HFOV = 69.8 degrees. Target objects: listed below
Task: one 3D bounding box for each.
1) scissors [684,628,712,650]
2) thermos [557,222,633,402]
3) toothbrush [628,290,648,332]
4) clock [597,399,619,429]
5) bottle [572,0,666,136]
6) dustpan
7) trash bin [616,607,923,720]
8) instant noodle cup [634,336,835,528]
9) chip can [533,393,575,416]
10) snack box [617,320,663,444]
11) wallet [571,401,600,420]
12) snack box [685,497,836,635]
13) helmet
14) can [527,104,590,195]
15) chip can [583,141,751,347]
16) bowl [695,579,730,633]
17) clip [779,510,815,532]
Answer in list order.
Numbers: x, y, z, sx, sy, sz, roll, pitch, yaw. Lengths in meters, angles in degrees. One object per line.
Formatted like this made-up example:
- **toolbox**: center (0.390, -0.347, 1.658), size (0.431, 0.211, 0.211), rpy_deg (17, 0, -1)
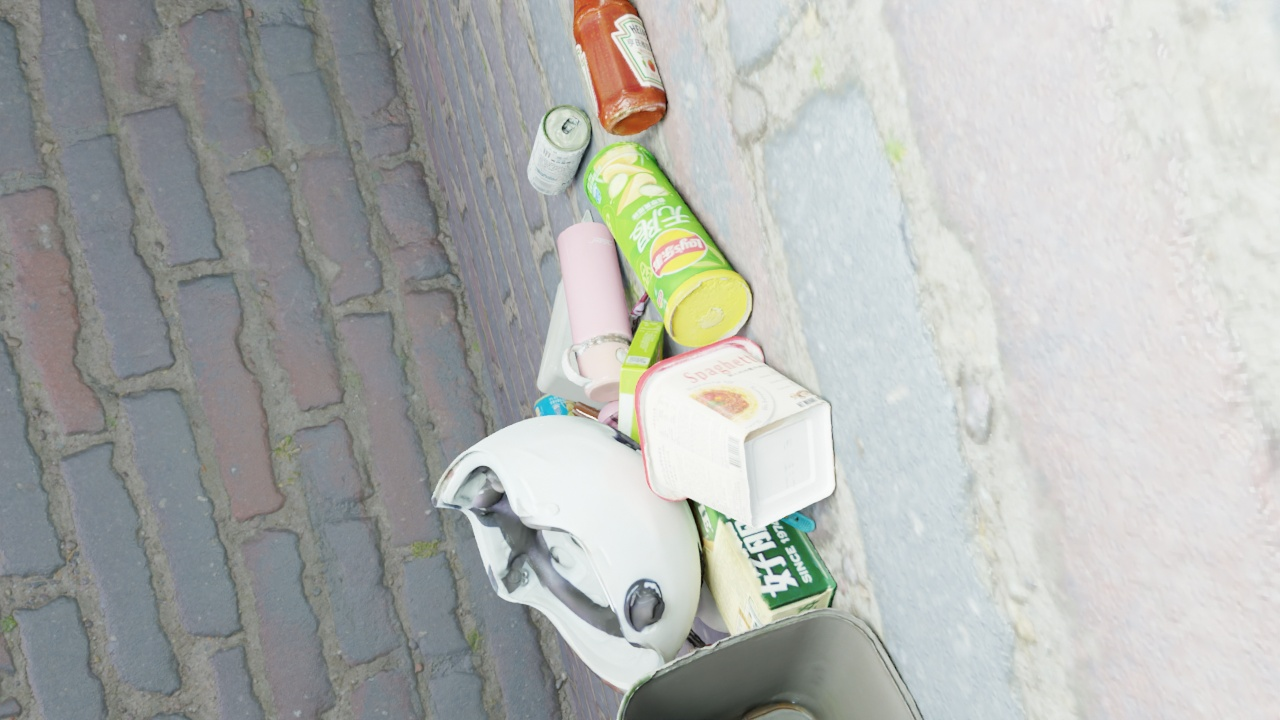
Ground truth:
- **scissors**: center (0.067, 0.283, 0.886), size (0.213, 0.015, 0.197), rpy_deg (27, 153, 42)
- **thermos**: center (-0.055, -0.054, 0.998), size (0.067, 0.087, 0.198), rpy_deg (-38, 51, 44)
- **toothbrush**: center (-0.001, -0.051, 1.001), size (0.017, 0.016, 0.188), rpy_deg (63, 163, 9)
- **clock**: center (0.000, 0.103, 0.989), size (0.117, 0.060, 0.158), rpy_deg (49, -170, -37)
- **bottle**: center (-0.032, -0.298, 0.794), size (0.060, 0.059, 0.206), rpy_deg (134, 121, -73)
- **dustpan**: center (-0.049, -0.027, 1.208), size (0.223, 0.142, 0.257), rpy_deg (141, 142, -74)
- **trash bin**: center (0.097, 0.325, 0.680), size (0.220, 0.198, 0.198), rpy_deg (89, 161, -59)
- **instant noodle cup**: center (0.071, 0.056, 0.671), size (0.124, 0.116, 0.117), rpy_deg (28, 132, 56)
- **chip can**: center (-0.111, 0.154, 1.486), size (0.071, 0.071, 0.210), rpy_deg (101, 151, -59)
- **snack box**: center (0.002, 0.022, 0.889), size (0.156, 0.026, 0.086), rpy_deg (-68, -19, -71)
- **wallet**: center (-0.035, 0.104, 1.124), size (0.101, 0.032, 0.125), rpy_deg (27, 152, 15)
- **snack box**: center (0.078, 0.140, 0.797), size (0.115, 0.063, 0.240), rpy_deg (91, 159, -44)
- **helmet**: center (-0.038, 0.149, 0.788), size (0.258, 0.145, 0.230), rpy_deg (54, 151, -14)
- **can**: center (-0.097, -0.246, 1.081), size (0.147, 0.058, 0.058), rpy_deg (143, 111, -74)
- **chip can**: center (0.016, -0.105, 0.775), size (0.073, 0.072, 0.221), rpy_deg (90, 160, -43)
- **bowl**: center (0.069, 0.211, 0.891), size (0.116, 0.066, 0.116), rpy_deg (165, 90, -75)
- **clip**: center (0.107, 0.115, 0.707), size (0.013, 0.055, 0.034), rpy_deg (-63, 22, 0)
